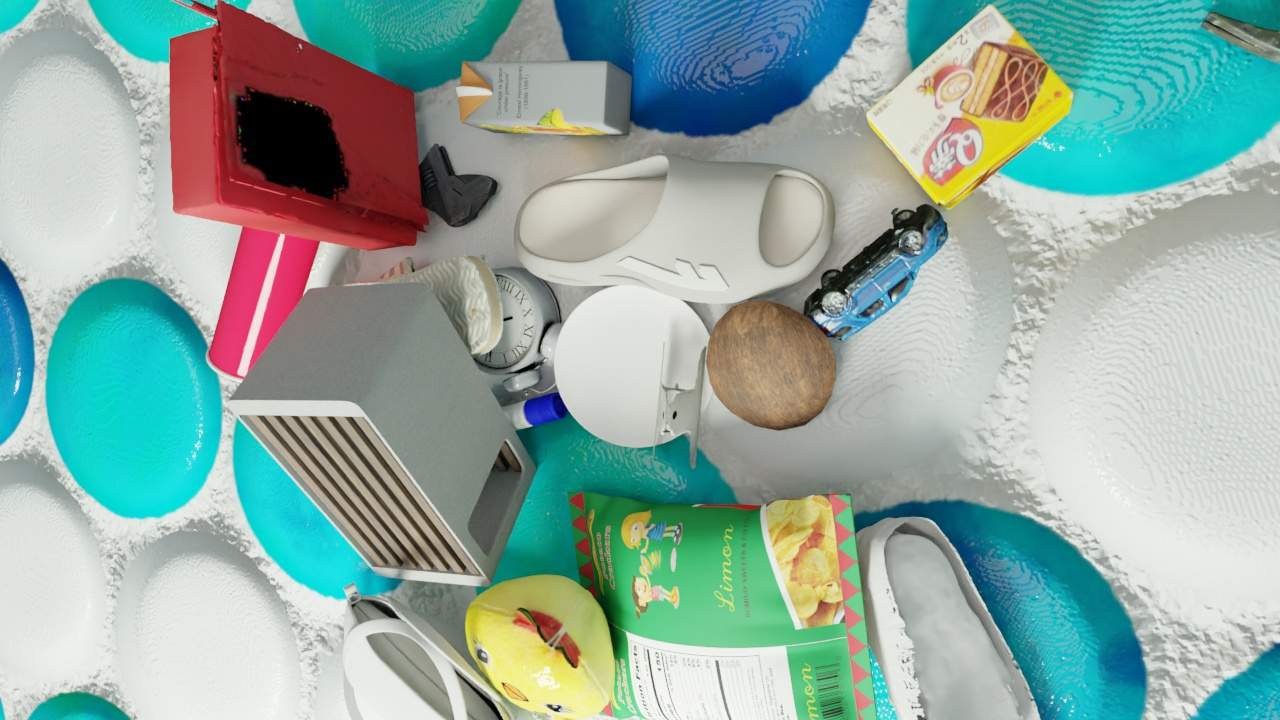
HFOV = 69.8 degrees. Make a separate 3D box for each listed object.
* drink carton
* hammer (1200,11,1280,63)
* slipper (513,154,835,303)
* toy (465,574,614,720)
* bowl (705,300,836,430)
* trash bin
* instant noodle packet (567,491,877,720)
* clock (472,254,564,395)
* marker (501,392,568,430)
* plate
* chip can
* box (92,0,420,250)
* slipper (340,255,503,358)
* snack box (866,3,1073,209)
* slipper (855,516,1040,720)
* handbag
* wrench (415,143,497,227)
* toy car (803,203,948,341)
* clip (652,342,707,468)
[{"bbox_3d":[-0.076,-0.211,0.739,0.125,0.076,0.048,6,97,18],"label":"drink carton"},{"bbox_3d":[0.390,-0.337,0.556,0.130,0.032,0.318,-13,90,24],"label":"hammer"},{"bbox_3d":[0.008,-0.110,0.698,0.266,0.080,0.112,5,76,25],"label":"slipper"},{"bbox_3d":[-0.085,0.240,0.752,0.134,0.092,0.208,39,138,4],"label":"toy"},{"bbox_3d":[0.093,0.011,0.690,0.102,0.026,0.114,25,130,15],"label":"bowl"},{"bbox_3d":[-0.189,0.064,0.722,0.115,0.114,0.229,-1,136,22],"label":"trash bin"},{"bbox_3d":[0.055,0.198,0.712,0.253,0.090,0.195,-5,94,35],"label":"instant noodle packet"},{"bbox_3d":[-0.111,-0.025,0.791,0.122,0.035,0.095,48,110,12],"label":"clock"},{"bbox_3d":[-0.126,0.054,0.811,0.133,0.027,0.023,-16,89,25],"label":"marker"},{"bbox_3d":[-0.005,0.004,0.753,0.135,0.011,0.134,2,98,11],"label":"plate"},{"bbox_3d":[-0.338,-0.087,0.842,0.069,0.069,0.221,35,115,16],"label":"chip can"},{"bbox_3d":[-0.298,-0.174,0.740,0.153,0.213,0.164,-7,86,24],"label":"box"},{"bbox_3d":[-0.201,-0.034,0.797,0.264,0.052,0.115,-10,90,42],"label":"slipper"},{"bbox_3d":[0.222,-0.168,0.624,0.106,0.061,0.083,-41,80,21],"label":"snack box"},{"bbox_3d":[0.215,0.232,0.663,0.112,0.075,0.246,-22,88,-8],"label":"slipper"},{"bbox_3d":[-0.192,0.267,0.771,0.216,0.095,0.223,36,145,16],"label":"handbag"},{"bbox_3d":[-0.251,-0.152,0.843,0.274,0.022,0.073,-2,89,22],"label":"wrench"},{"bbox_3d":[0.171,-0.062,0.663,0.043,0.056,0.120,42,116,-10],"label":"toy car"},{"bbox_3d":[0.029,0.038,0.725,0.052,0.057,0.102,19,107,59],"label":"clip"}]
